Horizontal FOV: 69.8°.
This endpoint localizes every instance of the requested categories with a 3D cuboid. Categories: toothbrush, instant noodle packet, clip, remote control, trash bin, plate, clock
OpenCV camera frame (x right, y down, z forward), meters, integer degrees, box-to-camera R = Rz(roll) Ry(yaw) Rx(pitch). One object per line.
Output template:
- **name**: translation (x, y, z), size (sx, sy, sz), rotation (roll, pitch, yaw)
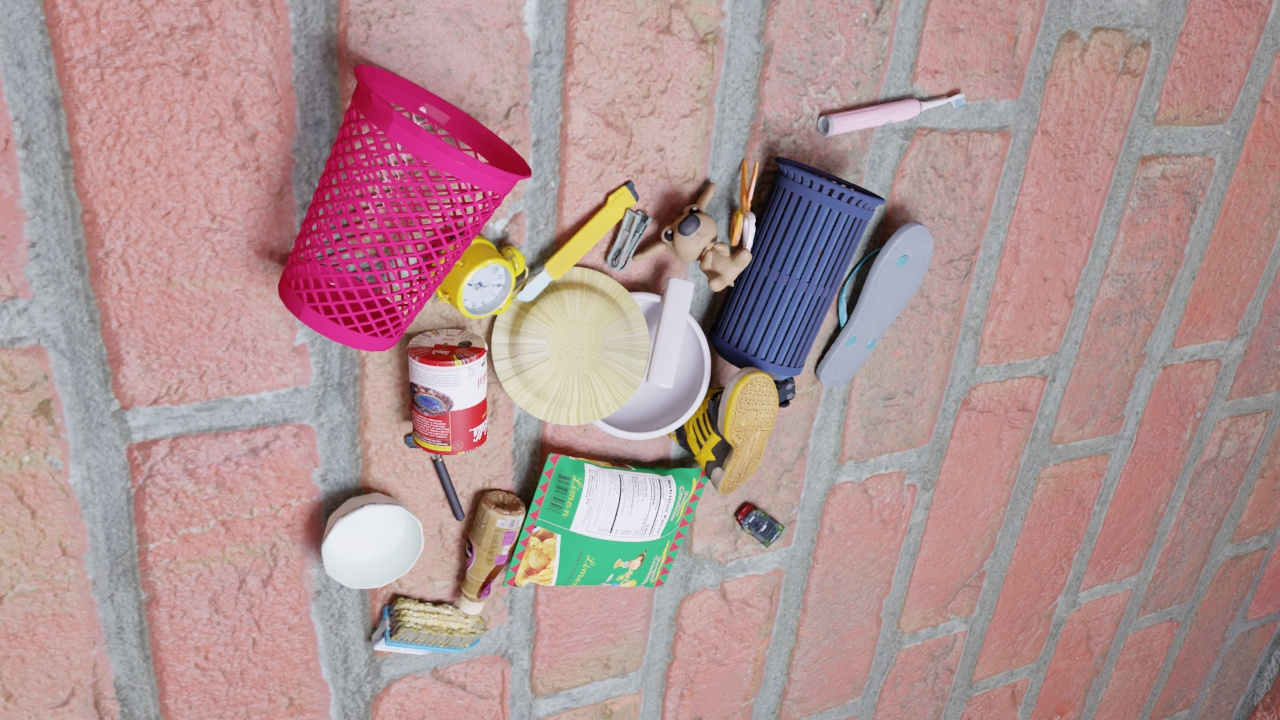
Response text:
- **toothbrush**: translation (0.325, -0.316, 1.166), size (0.222, 0.027, 0.026), rotation (-15, 92, -19)
- **instant noodle packet**: translation (-0.040, 0.219, 1.215), size (0.252, 0.090, 0.196), rotation (10, 110, -33)
- **clip**: translation (-0.019, -0.142, 1.072), size (0.078, 0.023, 0.050), rotation (-58, 153, 3)
- **remote control**: translation (0.036, -0.033, 1.085), size (0.033, 0.012, 0.131), rotation (13, 87, -10)
- **trash bin**: translation (0.184, -0.108, 1.135), size (0.139, 0.139, 0.250), rotation (10, 112, -31)
- **plate**: translation (-0.077, -0.017, 1.053), size (0.184, 0.036, 0.184), rotation (0, 90, -10)
- **clock**: translation (-0.172, -0.090, 1.002), size (0.118, 0.057, 0.083), rotation (-2, 124, -50)

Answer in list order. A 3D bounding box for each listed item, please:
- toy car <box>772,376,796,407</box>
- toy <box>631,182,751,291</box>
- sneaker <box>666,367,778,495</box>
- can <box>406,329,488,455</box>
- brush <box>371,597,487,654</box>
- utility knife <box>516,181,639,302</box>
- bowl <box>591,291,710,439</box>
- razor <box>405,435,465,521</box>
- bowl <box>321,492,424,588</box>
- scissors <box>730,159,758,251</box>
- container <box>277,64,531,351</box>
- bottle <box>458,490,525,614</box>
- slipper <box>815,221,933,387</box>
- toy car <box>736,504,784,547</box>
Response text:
- **toy car**: translation (0.165, 0.053, 1.270), size (0.112, 0.034, 0.046), rotation (-22, 123, -18)
- **toy**: translation (0.072, -0.133, 1.075), size (0.134, 0.108, 0.106), rotation (-43, 171, -1)
- **sneaker**: translation (0.099, 0.063, 1.170), size (0.085, 0.122, 0.239), rotation (-28, 146, -25)
- **can**: translation (-0.215, 0.035, 1.031), size (0.086, 0.086, 0.117), rotation (-9, 119, -24)
- **brush**: translation (-0.271, 0.353, 1.191), size (0.135, 0.055, 0.075), rotation (19, 127, -33)
- **utility knife**: translation (-0.070, -0.134, 1.048), size (0.190, 0.018, 0.030), rotation (-47, 121, -14)
- **bowl**: translation (-0.007, 0.006, 1.119), size (0.176, 0.066, 0.176), rotation (0, 90, -10)
- **razor**: translation (-0.241, 0.141, 1.117), size (0.043, 0.022, 0.144), rotation (1, 130, 19)
- **bowl**: translation (-0.319, 0.204, 1.081), size (0.117, 0.061, 0.118), rotation (-12, 120, -22)
- **scissors**: translation (0.125, -0.180, 1.093), size (0.011, 0.128, 0.126), rotation (3, 134, -8)
- **container**: translation (-0.242, -0.135, 0.888), size (0.183, 0.183, 0.226), rotation (23, 110, -34)
- **bottle**: translation (-0.196, 0.249, 1.170), size (0.059, 0.059, 0.166), rotation (9, 111, -31)
- **slipper**: translation (0.322, -0.080, 1.281), size (0.098, 0.054, 0.269), rotation (3, 124, -31)
- **toy car**: translation (0.180, 0.247, 1.377), size (0.042, 0.036, 0.091), rotation (-50, 125, 3)
